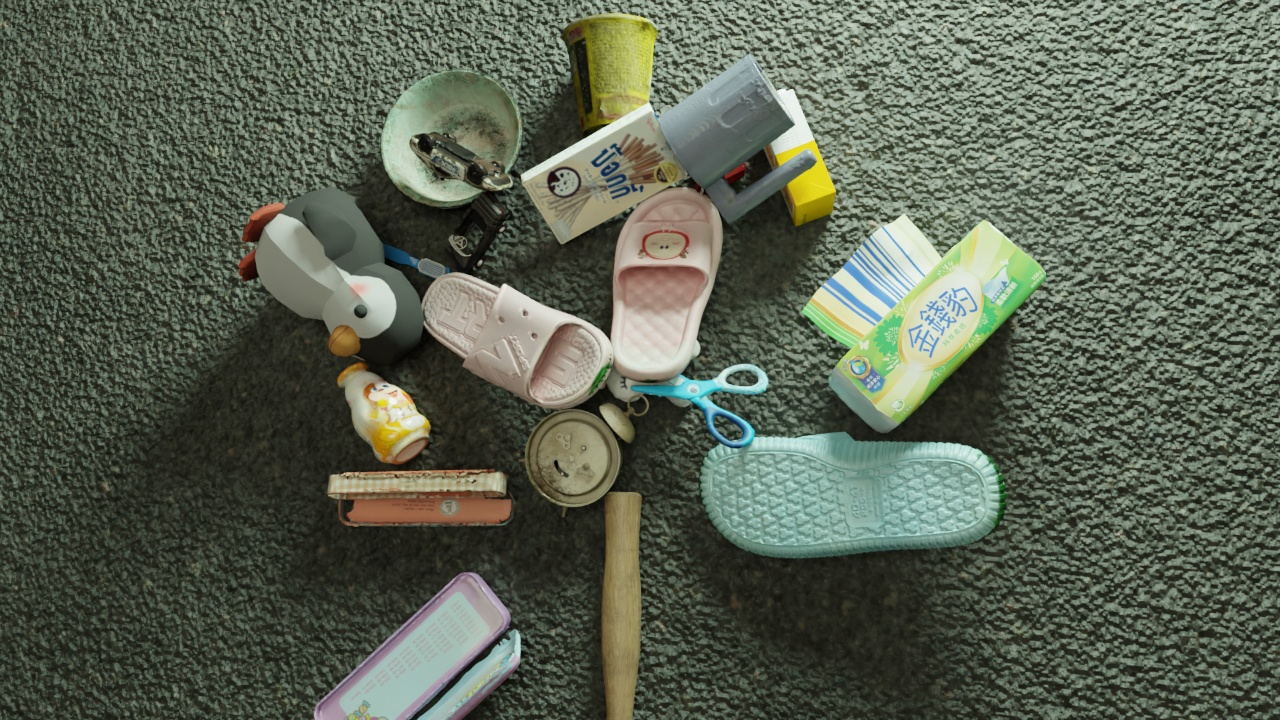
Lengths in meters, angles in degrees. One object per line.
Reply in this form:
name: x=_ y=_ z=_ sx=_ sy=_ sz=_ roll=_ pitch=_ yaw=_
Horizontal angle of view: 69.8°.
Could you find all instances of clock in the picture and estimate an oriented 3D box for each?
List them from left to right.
clock: x=-0.047 y=0.082 z=0.898 sx=0.141 sy=0.054 sz=0.093 roll=-40 pitch=81 yaw=6

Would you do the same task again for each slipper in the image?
slipper: x=-0.137 y=-0.025 z=0.897 sx=0.239 sy=0.064 sz=0.094 roll=25 pitch=90 yaw=30
slipper: x=0.019 y=-0.079 z=0.901 sx=0.107 sy=0.056 sz=0.221 roll=5 pitch=64 yaw=12
slipper: x=0.189 y=0.123 z=0.846 sx=0.277 sy=0.069 sz=0.116 roll=-4 pitch=83 yaw=23

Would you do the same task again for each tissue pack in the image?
tissue pack: x=0.245 y=-0.048 z=0.850 sx=0.197 sy=0.120 sz=0.141 roll=-43 pitch=78 yaw=-7

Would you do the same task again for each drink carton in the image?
drink carton: x=0.152 y=-0.204 z=0.918 sx=0.040 sy=0.058 sz=0.122 roll=-20 pitch=77 yaw=4

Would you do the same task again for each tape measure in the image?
tape measure: x=0.072 y=-0.200 z=0.939 sx=0.058 sy=0.019 sz=0.051 roll=-29 pitch=68 yaw=-21

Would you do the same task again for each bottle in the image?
bottle: x=-0.264 y=0.052 z=0.934 sx=0.063 sy=0.063 sz=0.109 roll=-41 pitch=75 yaw=-1

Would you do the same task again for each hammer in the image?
hammer: x=-0.024 y=0.279 z=0.869 sx=0.132 sy=0.040 sz=0.305 roll=0 pitch=79 yaw=5

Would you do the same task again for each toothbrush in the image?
toothbrush: x=-0.280 y=-0.120 z=0.992 sx=0.167 sy=0.014 sz=0.016 roll=22 pitch=83 yaw=13

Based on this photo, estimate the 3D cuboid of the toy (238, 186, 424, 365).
toy: x=-0.291 y=-0.080 z=0.940 sx=0.184 sy=0.160 sz=0.139 roll=46 pitch=52 yaw=4

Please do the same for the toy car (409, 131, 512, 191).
toy car: x=-0.184 y=-0.198 z=0.935 sx=0.113 sy=0.048 sz=0.041 roll=31 pitch=117 yaw=13

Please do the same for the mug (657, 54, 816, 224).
mug: x=0.093 y=-0.209 z=0.871 sx=0.104 sy=0.083 sz=0.124 roll=-33 pitch=97 yaw=19

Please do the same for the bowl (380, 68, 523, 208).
bowl: x=-0.198 y=-0.232 z=0.988 sx=0.157 sy=0.038 sz=0.157 roll=-2 pitch=79 yaw=9

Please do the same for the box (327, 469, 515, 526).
box: x=-0.221 y=0.138 z=0.915 sx=0.187 sy=0.054 sz=0.076 roll=-3 pitch=111 yaw=10

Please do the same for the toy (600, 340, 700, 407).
toy: x=-0.005 y=0.005 z=0.914 sx=0.125 sy=0.037 sz=0.076 roll=6 pitch=77 yaw=5

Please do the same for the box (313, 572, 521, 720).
box: x=-0.208 y=0.317 z=0.875 sx=0.214 sy=0.062 sz=0.140 roll=-42 pitch=42 yaw=-1

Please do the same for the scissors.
scissors: x=0.054 y=0.040 z=0.868 sx=0.140 sy=0.013 sz=0.113 roll=4 pitch=56 yaw=-6

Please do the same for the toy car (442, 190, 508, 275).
toy car: x=-0.173 y=-0.131 z=0.952 sx=0.040 sy=0.037 sz=0.092 roll=48 pitch=122 yaw=12

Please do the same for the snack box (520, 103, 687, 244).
snack box: x=-0.037 y=-0.187 z=0.928 sx=0.150 sy=0.082 sz=0.026 roll=-27 pitch=34 yaw=8

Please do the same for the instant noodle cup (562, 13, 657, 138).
instant noodle cup: x=-0.029 y=-0.288 z=0.949 sx=0.102 sy=0.102 sz=0.108 roll=-3 pitch=88 yaw=8
